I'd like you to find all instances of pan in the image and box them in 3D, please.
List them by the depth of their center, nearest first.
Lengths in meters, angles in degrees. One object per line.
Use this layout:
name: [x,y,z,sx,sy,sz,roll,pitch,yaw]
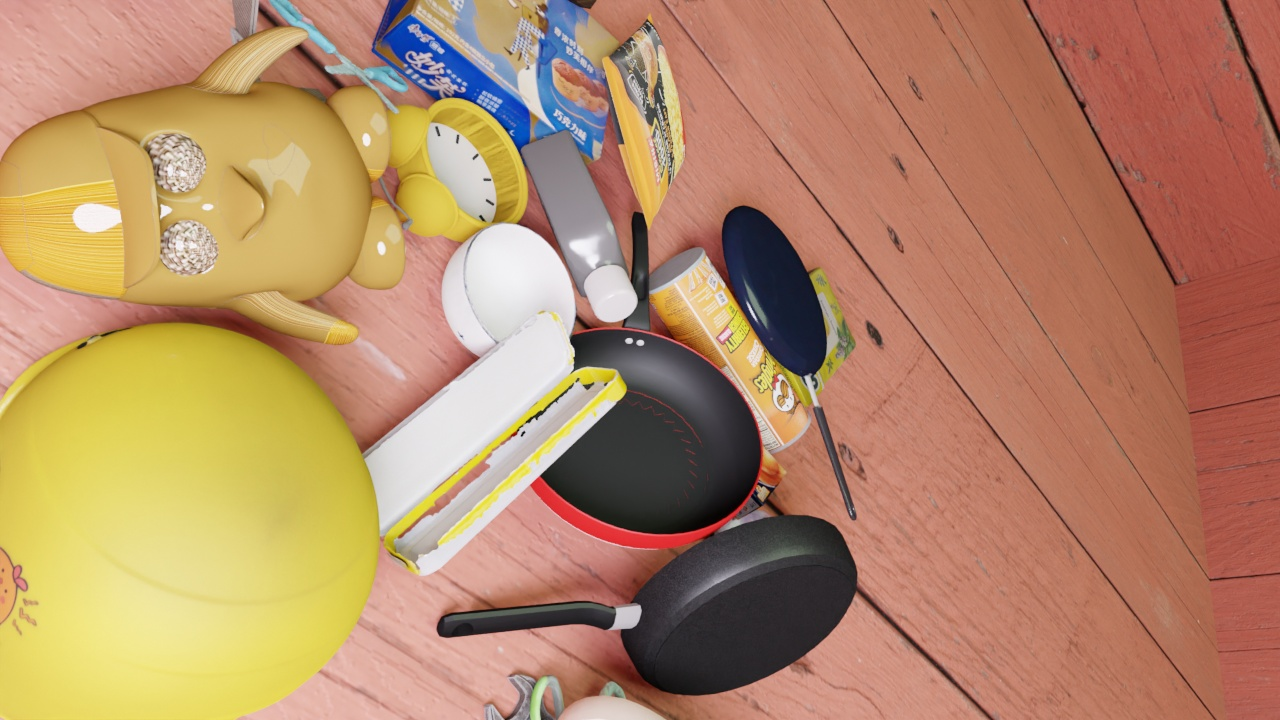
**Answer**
pan: [0.019,0.204,0.720,0.355,0.205,0.044,3,40,-29]
pan: [-0.005,0.005,0.800,0.208,0.067,0.355,10,47,-12]
pan: [0.172,-0.005,0.974,0.198,0.021,0.356,6,64,-56]

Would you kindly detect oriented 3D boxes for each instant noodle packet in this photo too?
instant noodle packet: [0.009,-0.245,0.920,0.220,0.032,0.160,-68,146,-58]

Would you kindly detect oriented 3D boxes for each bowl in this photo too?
bowl: [-0.112,-0.048,0.736,0.113,0.063,0.113,21,60,-43]

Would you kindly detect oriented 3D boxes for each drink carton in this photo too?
drink carton: [0.076,0.084,0.891,0.130,0.040,0.064,49,41,0]

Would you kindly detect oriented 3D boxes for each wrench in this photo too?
wrench: [-0.024,0.333,0.725,0.273,0.010,0.069,47,45,-25]

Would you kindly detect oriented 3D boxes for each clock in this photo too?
clock: [-0.154,-0.152,0.743,0.151,0.052,0.113,-14,86,-55]

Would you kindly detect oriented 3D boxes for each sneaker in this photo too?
sneaker: [0.037,0.326,0.713,0.294,0.112,0.116,50,19,-26]

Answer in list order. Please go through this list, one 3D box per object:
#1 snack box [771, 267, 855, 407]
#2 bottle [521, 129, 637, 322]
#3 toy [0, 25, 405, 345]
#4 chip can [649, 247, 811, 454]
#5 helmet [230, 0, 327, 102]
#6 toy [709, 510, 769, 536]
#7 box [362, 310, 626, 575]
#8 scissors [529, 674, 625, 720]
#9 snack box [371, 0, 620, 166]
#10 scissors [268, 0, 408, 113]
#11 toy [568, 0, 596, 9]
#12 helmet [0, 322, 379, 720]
snack box: [0.198,-0.031,1.099,0.180,0.045,0.121,-37,104,-49]
bottle: [-0.047,-0.105,0.770,0.084,0.046,0.173,72,-5,-54]
toy: [-0.253,-0.094,0.531,0.202,0.163,0.199,-14,103,-39]
chip can: [0.090,-0.007,0.941,0.215,0.075,0.075,55,42,-18]
helmet: [-0.301,-0.316,0.512,0.252,0.234,0.233,-8,66,-40]
toy: [0.105,0.179,0.914,0.099,0.037,0.080,24,56,-43]
box: [-0.101,0.057,0.646,0.209,0.080,0.079,-42,134,-28]
scissors: [-0.054,0.316,0.680,0.139,0.028,0.170,45,42,-33]
snack box: [-0.119,-0.280,0.818,0.202,0.069,0.154,33,51,-36]
scissors: [-0.220,-0.228,0.698,0.135,0.015,0.135,49,17,9]
toy: [-0.060,-0.366,0.828,0.062,0.076,0.100,-18,61,-9]
helmet: [-0.231,0.076,0.490,0.208,0.140,0.240,3,73,-48]
